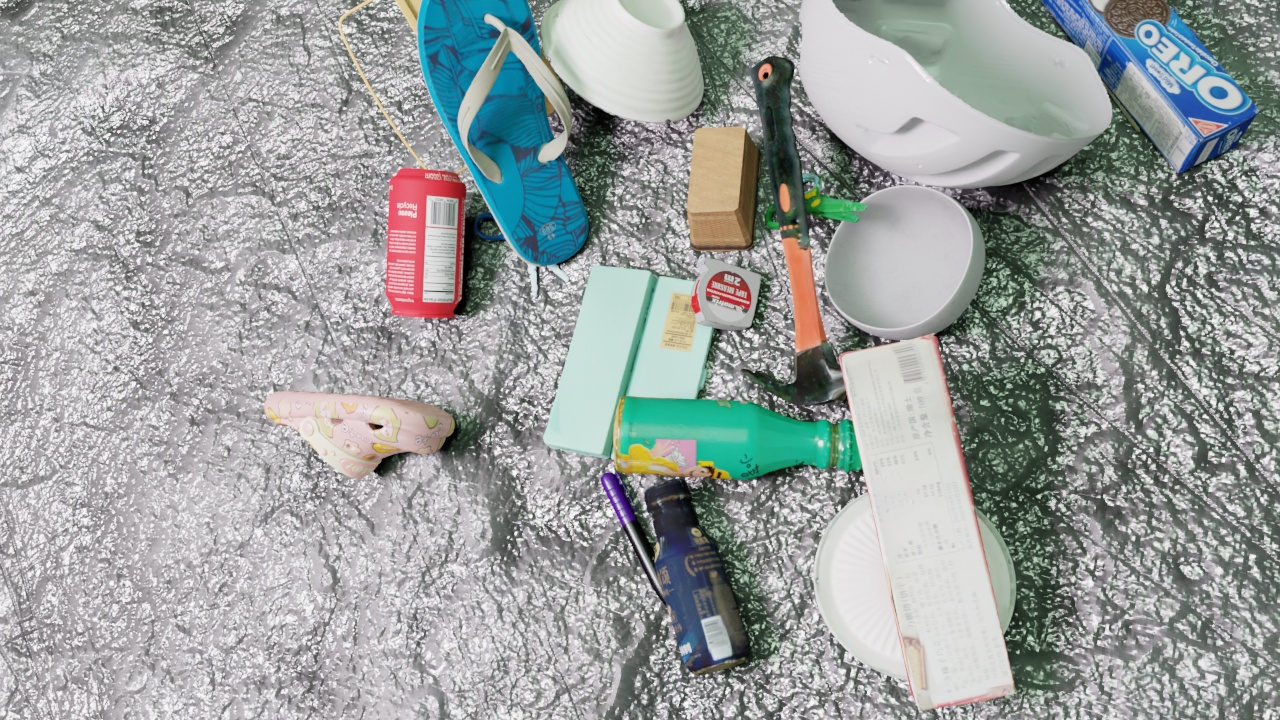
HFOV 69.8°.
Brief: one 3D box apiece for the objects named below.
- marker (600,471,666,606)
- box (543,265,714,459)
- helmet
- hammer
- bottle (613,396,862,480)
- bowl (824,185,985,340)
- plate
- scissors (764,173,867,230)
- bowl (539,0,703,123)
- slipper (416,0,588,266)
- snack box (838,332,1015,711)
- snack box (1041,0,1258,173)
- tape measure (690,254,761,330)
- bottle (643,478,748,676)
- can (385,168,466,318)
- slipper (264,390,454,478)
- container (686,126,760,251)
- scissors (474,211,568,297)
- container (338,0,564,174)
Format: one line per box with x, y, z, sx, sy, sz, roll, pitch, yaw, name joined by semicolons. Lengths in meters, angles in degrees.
-0.001;0.157;0.816;0.018;0.015;0.134;-27;67;-4;marker
-0.006;0.005;0.865;0.136;0.033;0.186;7;74;23;box
0.259;-0.250;0.776;0.223;0.184;0.282;-20;46;-29;helmet
0.136;-0.122;0.818;0.133;0.033;0.332;-19;70;43;hammer
0.084;0.068;0.788;0.210;0.068;0.068;2;72;6;bottle
0.233;-0.080;0.797;0.132;0.064;0.131;-13;68;35;bowl
0.221;0.178;0.747;0.157;0.014;0.156;-5;71;14;plate
0.166;-0.146;0.839;0.070;0.014;0.131;-56;32;-11;scissors
-0.004;-0.322;0.897;0.177;0.071;0.177;13;53;-19;bowl
-0.124;-0.226;0.859;0.118;0.060;0.295;-23;109;-10;slipper
0.216;0.120;0.699;0.077;0.044;0.273;-12;87;5;snack box
0.446;-0.276;0.818;0.059;0.059;0.226;-24;67;2;snack box
0.077;-0.060;0.850;0.060;0.020;0.062;16;75;-20;tape measure
0.043;0.180;0.773;0.056;0.056;0.160;-21;68;8;bottle
-0.213;-0.116;0.913;0.074;0.074;0.142;6;97;17;can
-0.277;0.072;0.884;0.197;0.093;0.081;5;84;18;slipper
0.078;-0.169;0.879;0.063;0.061;0.113;2;72;16;container
-0.125;-0.117;0.947;0.104;0.015;0.133;-12;73;7;scissors
-0.188;-0.294;0.920;0.167;0.183;0.129;-31;22;-1;container
